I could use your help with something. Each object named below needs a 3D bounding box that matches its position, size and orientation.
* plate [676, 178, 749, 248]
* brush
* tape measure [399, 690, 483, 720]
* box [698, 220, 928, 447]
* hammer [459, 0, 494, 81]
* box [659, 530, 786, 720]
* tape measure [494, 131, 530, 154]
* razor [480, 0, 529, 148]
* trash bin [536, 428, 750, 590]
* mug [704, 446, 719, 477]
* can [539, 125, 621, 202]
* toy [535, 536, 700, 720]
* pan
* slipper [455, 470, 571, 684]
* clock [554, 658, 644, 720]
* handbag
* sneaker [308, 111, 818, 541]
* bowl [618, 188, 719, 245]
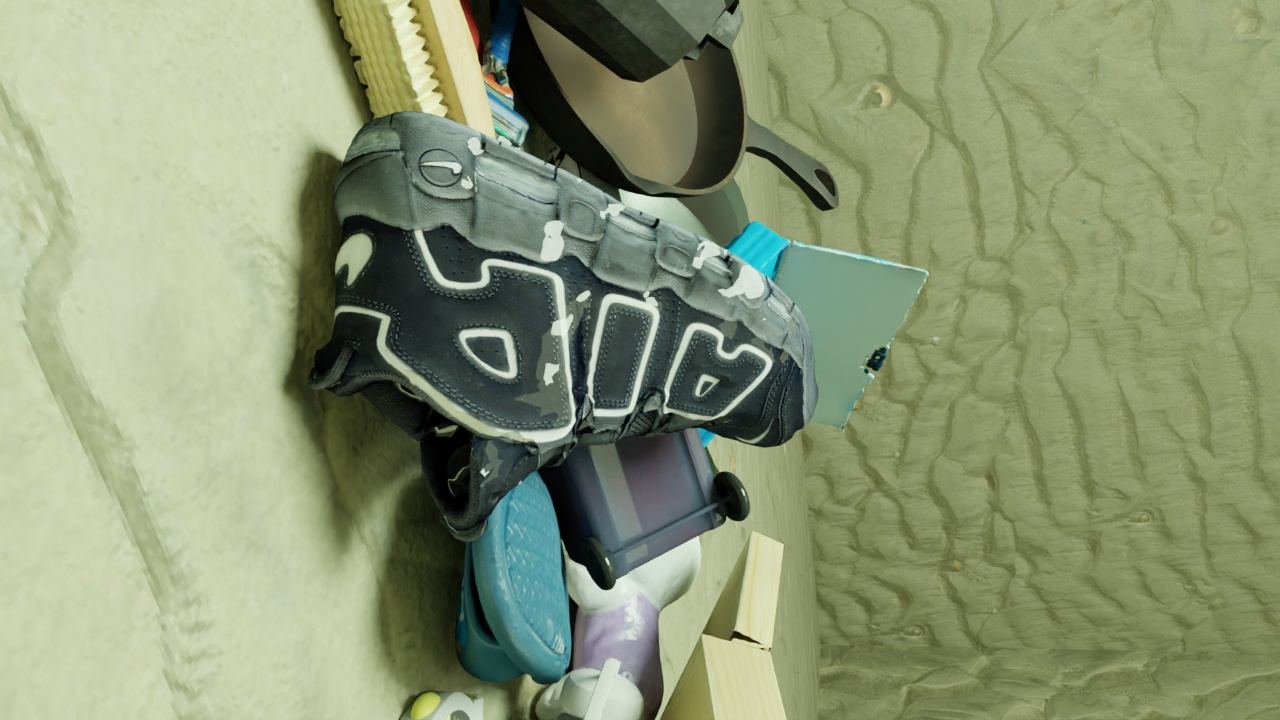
[{"bbox_3d":[0.045,-0.107,0.799,0.019,0.173,0.173,-15,105,-34],"label":"plate"},{"bbox_3d":[-0.103,-0.130,0.416,0.039,0.049,0.117,-46,136,-41],"label":"brush"},{"bbox_3d":[-0.094,0.189,0.435,0.065,0.017,0.064,42,47,-71],"label":"tape measure"},{"bbox_3d":[0.081,-0.005,0.637,0.244,0.166,0.075,93,-19,-64],"label":"box"},{"bbox_3d":[-0.122,-0.259,0.402,0.126,0.036,0.316,-83,163,-44],"label":"hammer"},{"bbox_3d":[0.027,0.272,0.576,0.256,0.076,0.247,-61,174,-68],"label":"box"},{"bbox_3d":[-0.081,-0.111,0.553,0.060,0.020,0.062,-79,160,-44],"label":"tape measure"},{"bbox_3d":[-0.072,-0.174,0.490,0.044,0.018,0.140,30,52,-35],"label":"razor"},{"bbox_3d":[-0.020,0.030,0.515,0.092,0.093,0.161,-1,-71,64],"label":"trash bin"},{"bbox_3d":[0.014,0.106,0.779,0.110,0.085,0.081,-55,148,-21],"label":"mug"},{"bbox_3d":[-0.042,-0.137,0.627,0.044,0.044,0.106,23,53,-74],"label":"can"},{"bbox_3d":[-0.010,0.168,0.651,0.138,0.086,0.208,68,28,-49],"label":"toy"},{"bbox_3d":[0.031,-0.190,0.661,0.355,0.043,0.248,25,56,-41],"label":"pan"},{"bbox_3d":[-0.068,0.118,0.483,0.214,0.059,0.103,89,-5,-65],"label":"slipper"},{"bbox_3d":[-0.031,0.237,0.504,0.119,0.061,0.159,-61,167,-62],"label":"clock"},{"bbox_3d":[-0.002,-0.256,0.520,0.199,0.103,0.197,26,47,-48],"label":"handbag"},{"bbox_3d":[-0.029,0.014,0.400,0.252,0.097,0.150,26,69,-23],"label":"sneaker"},{"bbox_3d":[-0.010,-0.068,0.709,0.174,0.068,0.173,26,42,-25],"label":"bowl"}]
